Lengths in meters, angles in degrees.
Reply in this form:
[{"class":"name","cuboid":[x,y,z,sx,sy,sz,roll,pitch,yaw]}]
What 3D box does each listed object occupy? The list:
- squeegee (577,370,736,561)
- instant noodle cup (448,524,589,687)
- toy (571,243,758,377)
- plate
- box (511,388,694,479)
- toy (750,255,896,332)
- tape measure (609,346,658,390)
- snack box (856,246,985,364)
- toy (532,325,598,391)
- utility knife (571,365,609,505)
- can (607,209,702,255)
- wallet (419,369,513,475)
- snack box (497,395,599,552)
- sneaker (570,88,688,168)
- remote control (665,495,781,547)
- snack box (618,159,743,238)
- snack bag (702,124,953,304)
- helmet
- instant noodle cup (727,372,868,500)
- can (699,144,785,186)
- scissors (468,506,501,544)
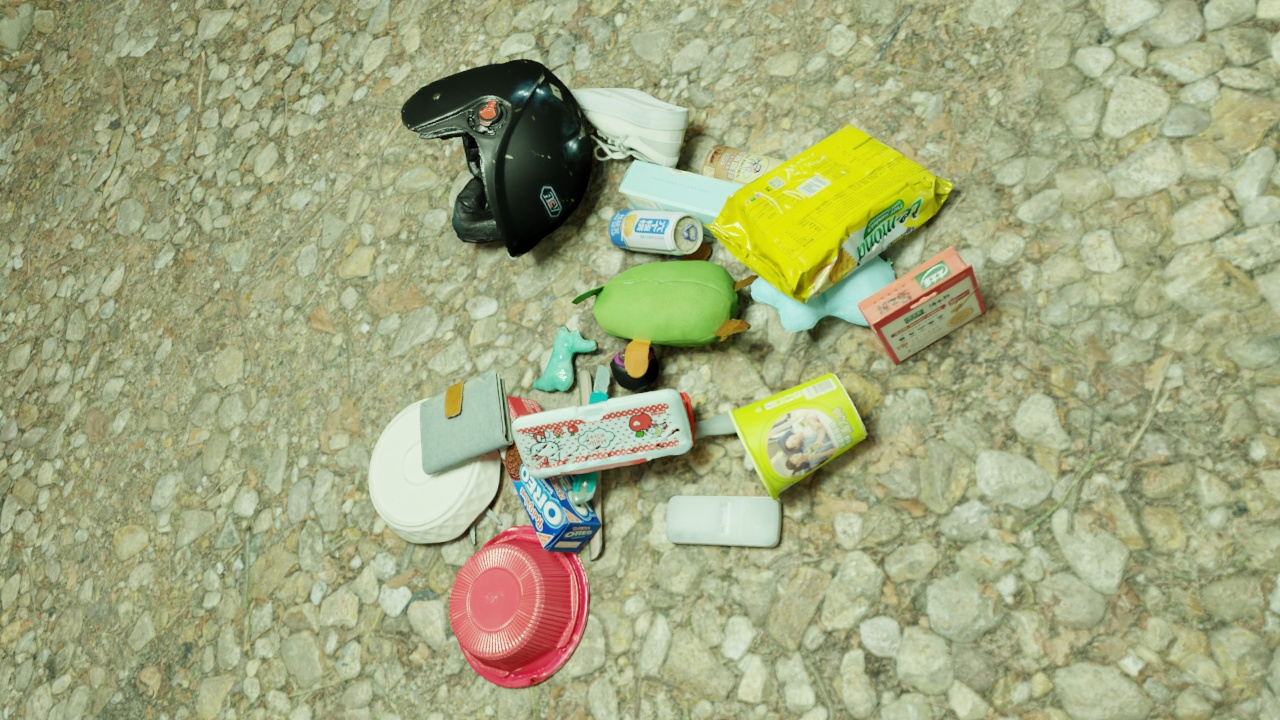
[{"class":"squeegee","cuboid":[0.031,0.093,1.096,0.250,0.040,0.247,-15,64,21]},{"class":"instant noodle cup","cuboid":[-0.160,0.291,1.104,0.194,0.066,0.193,-11,65,25]},{"class":"toy","cuboid":[0.043,-0.068,1.119,0.247,0.090,0.226,5,47,33]},{"class":"plate","cuboid":[-0.280,0.139,1.221,0.205,0.045,0.204,-10,68,24]},{"class":"box","cuboid":[-0.043,0.075,1.047,0.202,0.098,0.095,-12,51,12]},{"class":"toy","cuboid":[0.218,-0.085,1.043,0.156,0.050,0.161,-41,74,-13]},{"class":"tape measure","cuboid":[-0.007,0.007,1.137,0.057,0.039,0.058,-35,41,-27]},{"class":"snack box","cuboid":[0.294,-0.060,0.964,0.113,0.127,0.044,-32,60,13]},{"class":"toy","cuboid":[-0.098,-0.002,1.204,0.097,0.030,0.091,1,73,39]},{"class":"utility knife","cuboid":[-0.059,0.088,1.119,0.029,0.013,0.186,5,63,6]},{"class":"can","cuboid":[0.018,-0.164,1.169,0.135,0.053,0.053,14,77,51]},{"class":"wallet","cuboid":[-0.227,0.077,1.167,0.130,0.037,0.106,-22,65,23]},{"class":"snack box","cuboid":[-0.124,0.138,1.141,0.057,0.058,0.207,-47,54,23]},{"class":"sneaker","cuboid":[-0.019,-0.319,1.264,0.242,0.089,0.091,35,129,48]},{"class":"remote control","cuboid":[0.093,0.182,1.039,0.136,0.020,0.055,-4,68,27]},{"class":"snack box","cuboid":[0.063,-0.202,1.172,0.175,0.074,0.051,21,81,32]},{"class":"snack bag","cuboid":[0.209,-0.175,1.040,0.246,0.068,0.158,-34,54,-18]},{"class":"helmet","cuboid":[-0.175,-0.274,1.234,0.230,0.234,0.274,-26,56,-4]},{"class":"instant noodle cup","cuboid":[0.174,0.075,0.994,0.123,0.112,0.111,-27,60,6]},{"class":"can","cuboid":[0.135,-0.232,1.155,0.116,0.058,0.058,24,83,32]},{"class":"scissors","cuboid":[-0.243,0.163,1.228,0.163,0.012,0.162,-2,70,26]}]
